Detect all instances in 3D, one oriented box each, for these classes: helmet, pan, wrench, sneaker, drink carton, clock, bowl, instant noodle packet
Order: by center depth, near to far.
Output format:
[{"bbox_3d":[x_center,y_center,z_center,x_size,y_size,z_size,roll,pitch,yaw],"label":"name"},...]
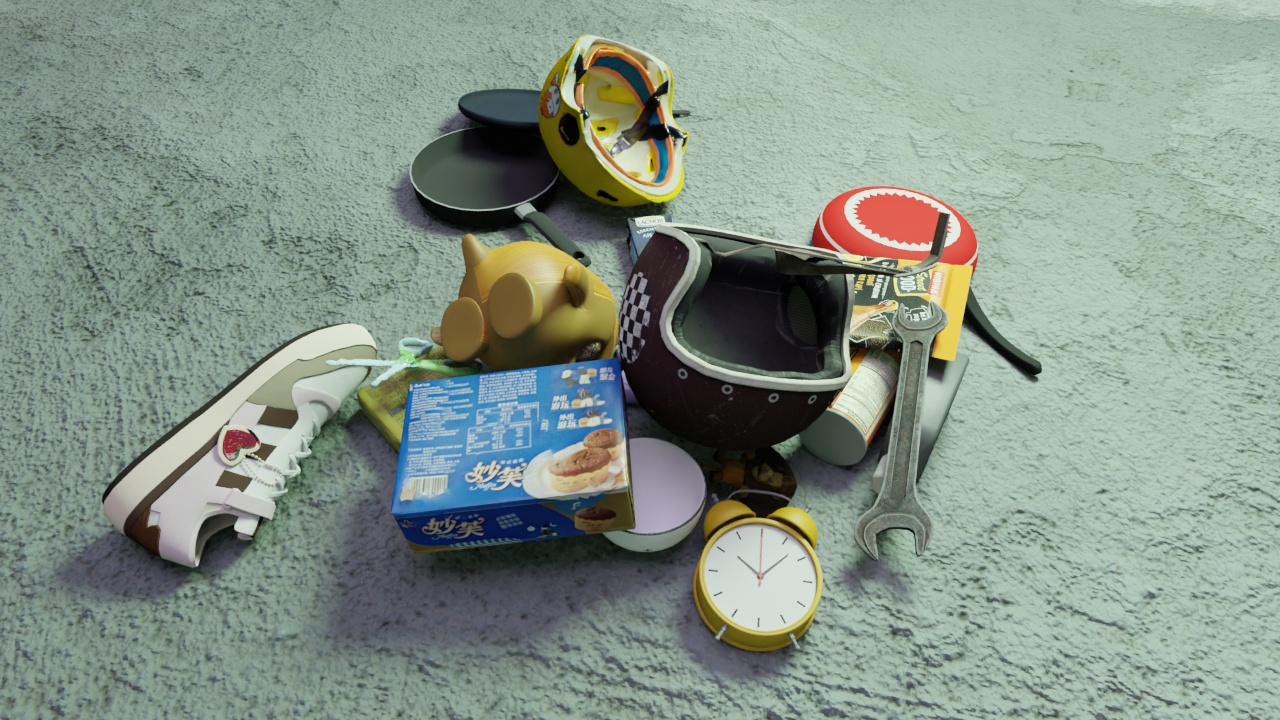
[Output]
[{"bbox_3d":[0.107,0.186,0.829,0.113,0.052,0.151,6,56,2],"label":"clock"},{"bbox_3d":[0.102,-0.040,0.875,0.233,0.254,0.234,3,14,-30],"label":"helmet"},{"bbox_3d":[0.005,0.135,0.876,0.113,0.063,0.113,1,46,-1],"label":"bowl"},{"bbox_3d":[0.257,0.062,0.884,0.070,0.010,0.272,8,67,14],"label":"wrench"},{"bbox_3d":[-0.354,0.082,0.888,0.116,0.112,0.293,42,60,10],"label":"sneaker"},{"bbox_3d":[0.240,-0.068,1.007,0.221,0.032,0.159,8,45,21],"label":"instant noodle packet"},{"bbox_3d":[0.365,-0.112,1.134,0.208,0.067,0.356,-18,46,-25],"label":"pan"},{"bbox_3d":[0.024,-0.130,1.153,0.064,0.040,0.130,-7,46,-9],"label":"drink carton"},{"bbox_3d":[-0.169,-0.209,1.221,0.203,0.044,0.355,-26,52,-24],"label":"pan"},{"bbox_3d":[-0.050,-0.303,1.240,0.208,0.140,0.240,-4,79,-45],"label":"helmet"},{"bbox_3d":[-0.094,-0.375,1.386,0.356,0.021,0.198,-3,30,-15],"label":"pan"}]

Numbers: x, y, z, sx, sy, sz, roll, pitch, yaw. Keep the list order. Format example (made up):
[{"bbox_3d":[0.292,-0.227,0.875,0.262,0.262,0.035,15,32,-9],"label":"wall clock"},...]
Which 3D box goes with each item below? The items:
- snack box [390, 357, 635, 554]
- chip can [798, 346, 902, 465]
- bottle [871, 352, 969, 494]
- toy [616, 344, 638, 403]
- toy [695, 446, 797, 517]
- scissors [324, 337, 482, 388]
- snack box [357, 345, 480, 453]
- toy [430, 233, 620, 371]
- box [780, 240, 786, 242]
[{"bbox_3d":[-0.112,0.085,0.840,0.203,0.069,0.154,-7,45,2],"label":"snack box"},{"bbox_3d":[0.249,0.015,0.993,0.075,0.075,0.214,25,50,21],"label":"chip can"},{"bbox_3d":[0.281,0.069,0.936,0.046,0.084,0.173,23,50,19],"label":"bottle"},{"bbox_3d":[-0.006,0.006,1.022,0.080,0.036,0.099,-2,46,6],"label":"toy"},{"bbox_3d":[0.102,0.113,0.898,0.100,0.063,0.076,18,64,-9],"label":"toy"},{"bbox_3d":[-0.229,0.003,0.919,0.139,0.028,0.170,19,19,4],"label":"scissors"},{"bbox_3d":[-0.201,0.063,0.956,0.121,0.045,0.181,-34,52,-27],"label":"snack box"},{"bbox_3d":[-0.098,-0.041,0.979,0.199,0.203,0.162,-22,72,31],"label":"toy"},{"bbox_3d":[0.141,-0.055,1.081,0.080,0.080,0.208,33,48,-12],"label":"box"}]
